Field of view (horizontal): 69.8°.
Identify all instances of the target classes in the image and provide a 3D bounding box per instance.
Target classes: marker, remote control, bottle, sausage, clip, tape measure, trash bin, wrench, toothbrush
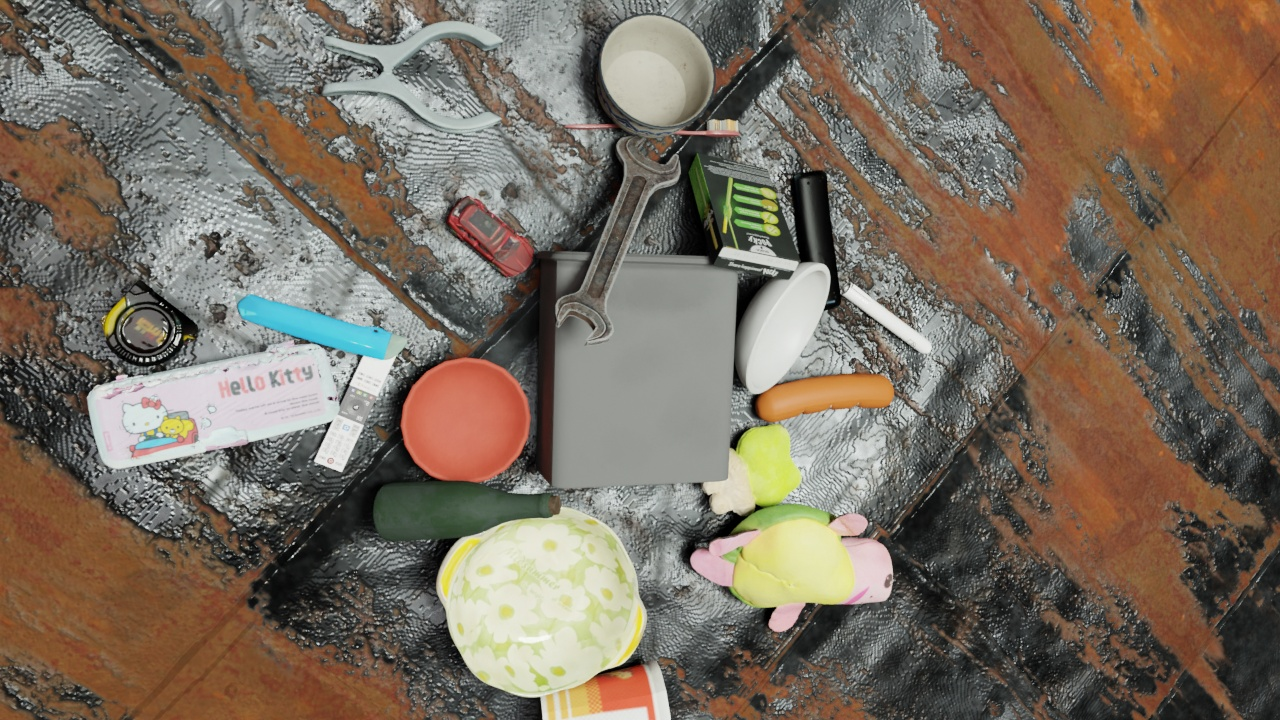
[{"bbox_3d":[0.279,-0.046,1.031,0.133,0.020,0.017,33,63,-18],"label":"marker"},{"bbox_3d":[-0.270,0.044,0.869,0.028,0.012,0.124,25,88,-19],"label":"remote control"},{"bbox_3d":[-0.158,0.137,0.851,0.174,0.055,0.055,-5,98,14],"label":"bottle"},{"bbox_3d":[0.203,0.039,1.005,0.164,0.039,0.044,-6,117,-17],"label":"sausage"},{"bbox_3d":[-0.205,-0.236,0.851,0.172,0.029,0.143,-10,97,-16],"label":"clip"},{"bbox_3d":[-0.429,-0.025,0.799,0.067,0.038,0.062,43,74,-20],"label":"tape measure"},{"bbox_3d":[-0.005,0.005,0.906,0.191,0.098,0.220,0,97,-18],"label":"trash bin"},{"bbox_3d":[0.193,-0.128,0.994,0.041,0.020,0.152,-12,99,-18],"label":"remote control"},{"bbox_3d":[-0.019,-0.120,0.848,0.070,0.010,0.272,21,52,-3],"label":"wrench"},{"bbox_3d":[0.013,-0.237,0.929,0.184,0.015,0.015,-3,94,-16],"label":"toothbrush"}]

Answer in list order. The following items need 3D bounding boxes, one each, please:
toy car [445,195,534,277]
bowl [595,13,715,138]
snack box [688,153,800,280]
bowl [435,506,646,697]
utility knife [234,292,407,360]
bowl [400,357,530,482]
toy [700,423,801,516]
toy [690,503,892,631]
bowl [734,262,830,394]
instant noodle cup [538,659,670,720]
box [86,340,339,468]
[{"bbox_3d":[-0.143,-0.118,0.882,0.091,0.036,0.042,41,82,-23],"label":"toy car"},{"bbox_3d":[0.009,-0.269,0.893,0.115,0.059,0.115,2,81,-15],"label":"bowl"},{"bbox_3d":[0.100,-0.144,0.906,0.080,0.147,0.025,8,135,-19],"label":"snack box"},{"bbox_3d":[-0.101,0.233,0.919,0.219,0.060,0.188,27,86,-19],"label":"bowl"},{"bbox_3d":[-0.296,-0.032,0.846,0.158,0.015,0.031,18,93,-12],"label":"utility knife"},{"bbox_3d":[-0.170,0.057,0.890,0.122,0.035,0.122,-2,97,-18],"label":"bowl"},{"bbox_3d":[0.118,0.121,0.982,0.115,0.046,0.092,-25,105,-19],"label":"toy"},{"bbox_3d":[0.172,0.215,0.987,0.238,0.087,0.190,10,121,-19],"label":"toy"},{"bbox_3d":[0.137,-0.040,0.946,0.043,0.149,0.149,32,84,25],"label":"bowl"},{"bbox_3d":[-0.039,0.374,0.929,0.121,0.123,0.123,-3,97,-10],"label":"instant noodle cup"},{"bbox_3d":[-0.376,0.037,0.816,0.202,0.044,0.086,-12,97,-15],"label":"box"}]
